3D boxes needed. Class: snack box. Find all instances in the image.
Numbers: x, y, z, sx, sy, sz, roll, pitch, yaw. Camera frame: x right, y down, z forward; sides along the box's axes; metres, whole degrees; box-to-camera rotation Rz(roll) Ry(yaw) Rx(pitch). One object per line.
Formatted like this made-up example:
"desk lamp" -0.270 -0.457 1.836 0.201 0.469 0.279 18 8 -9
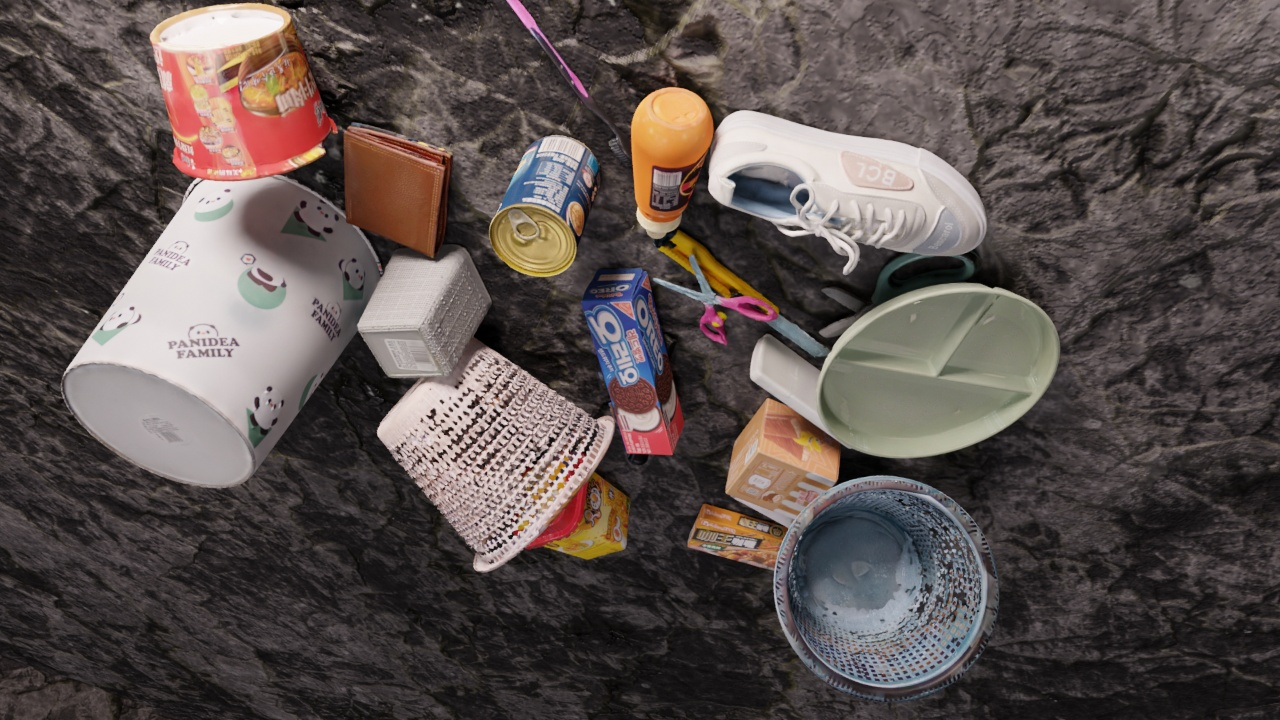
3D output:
"snack box" 0.160 0.111 1.024 0.094 0.076 0.093 22 138 -5
"snack box" 0.145 0.237 1.203 0.154 0.026 0.075 16 138 0
"snack box" -0.006 0.006 0.954 0.058 0.057 0.208 0 128 21

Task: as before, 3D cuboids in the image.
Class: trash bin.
"trash bin" -0.172 0.088 1.019 0.192 0.226 0.228 43 133 -11
"trash bin" 0.254 0.242 1.025 0.226 0.226 0.195 12 174 4
"trash bin" -0.414 -0.027 0.918 0.230 0.251 0.230 9 138 8

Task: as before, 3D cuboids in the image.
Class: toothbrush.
"toothbrush" -0.059 -0.234 0.765 0.018 0.014 0.189 -10 133 42
"toothbrush" 0.013 0.047 1.039 0.027 0.026 0.213 43 143 25
"toothbrush" 0.208 0.209 1.152 0.221 0.026 0.027 30 99 -16

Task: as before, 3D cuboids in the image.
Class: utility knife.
"utility knife" 0.103 -0.062 0.898 0.230 0.015 0.033 34 138 -20

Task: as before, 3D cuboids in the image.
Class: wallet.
"wallet" -0.236 -0.163 0.884 0.101 0.032 0.125 20 138 0

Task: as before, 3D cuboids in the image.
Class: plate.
"plate" 0.280 0.013 0.879 0.230 0.027 0.231 -2 135 -2

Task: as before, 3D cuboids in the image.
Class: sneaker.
"sneaker" 0.170 -0.128 0.750 0.242 0.090 0.090 17 139 -3

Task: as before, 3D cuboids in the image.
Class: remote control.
"remote control" 0.175 0.033 0.949 0.150 0.058 0.021 35 138 -19

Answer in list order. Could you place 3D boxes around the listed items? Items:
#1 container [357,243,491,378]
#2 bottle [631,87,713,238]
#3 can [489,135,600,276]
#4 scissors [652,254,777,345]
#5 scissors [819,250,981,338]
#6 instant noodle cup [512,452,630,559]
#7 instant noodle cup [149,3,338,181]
"container" -0.222 -0.047 0.940 0.090 0.114 0.090 -2 135 19
"bottle" 0.021 -0.159 0.788 0.067 0.066 0.150 13 146 3
"can" -0.080 -0.137 0.803 0.075 0.110 0.075 8 136 7
"scissors" 0.074 -0.056 0.896 0.136 0.017 0.133 13 149 32
"scissors" 0.264 -0.040 0.872 0.170 0.019 0.175 36 133 -24
"instant noodle cup" -0.083 0.194 1.171 0.116 0.116 0.123 -23 137 35
"instant noodle cup" -0.339 -0.229 0.772 0.138 0.137 0.109 6 130 10
